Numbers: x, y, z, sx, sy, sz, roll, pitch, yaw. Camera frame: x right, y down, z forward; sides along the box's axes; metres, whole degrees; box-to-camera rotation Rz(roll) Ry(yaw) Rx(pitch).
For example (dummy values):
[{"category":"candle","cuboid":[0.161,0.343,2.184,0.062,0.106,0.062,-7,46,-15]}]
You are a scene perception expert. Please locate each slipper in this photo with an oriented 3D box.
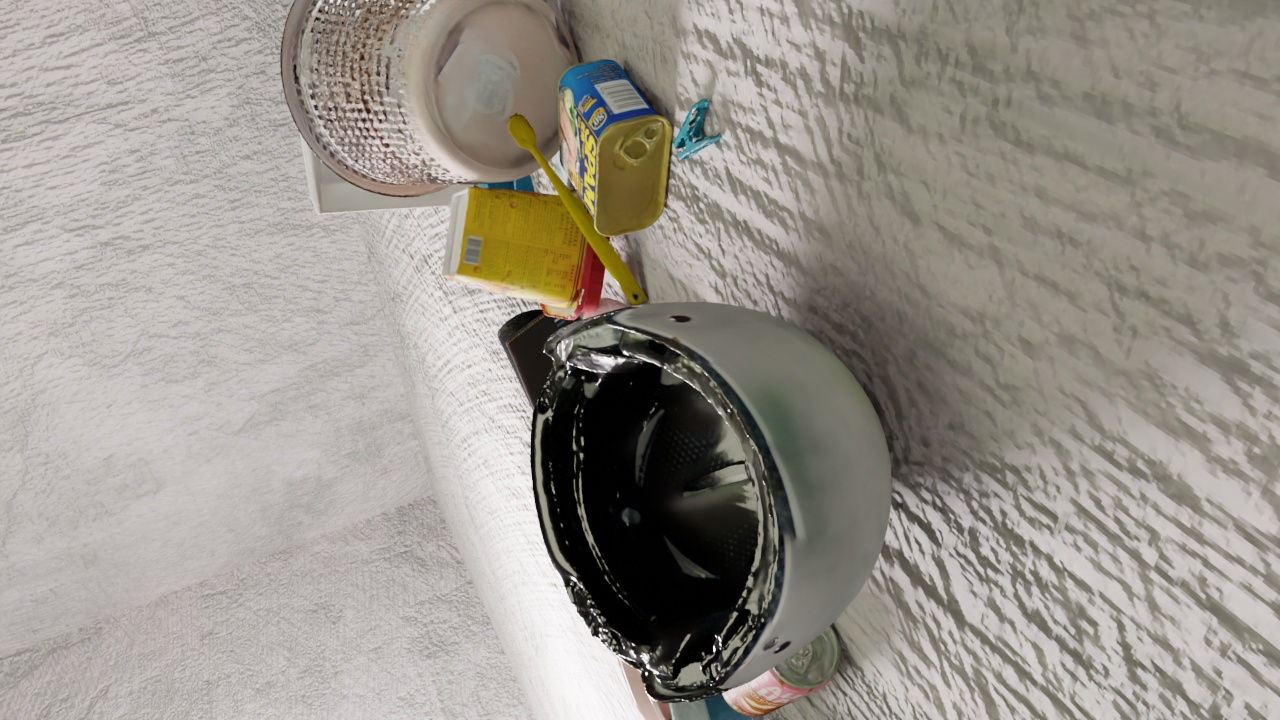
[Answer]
[{"category":"slipper","cuboid":[0.069,0.340,0.869,0.245,0.074,0.104,-108,1,-56]}]

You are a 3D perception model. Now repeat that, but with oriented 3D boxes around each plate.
[{"category":"plate","cuboid":[-0.006,0.267,0.955,0.229,0.028,0.229,-14,-92,-87]}]

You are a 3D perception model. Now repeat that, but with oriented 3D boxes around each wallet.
[{"category":"wallet","cuboid":[-0.089,0.009,0.994,0.096,0.020,0.122,-34,71,24]}]

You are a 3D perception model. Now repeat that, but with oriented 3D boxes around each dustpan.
[{"category":"dustpan","cuboid":[-0.244,-0.275,0.932,0.142,0.222,0.258,-126,32,-70]}]

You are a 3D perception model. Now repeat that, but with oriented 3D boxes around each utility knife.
[{"category":"utility knife","cuboid":[-0.075,-0.128,0.904,0.034,0.018,0.217,46,151,32]}]

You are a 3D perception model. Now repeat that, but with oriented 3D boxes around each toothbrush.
[{"category":"toothbrush","cuboid":[-0.049,-0.118,0.740,0.190,0.016,0.016,54,-167,-30]}]

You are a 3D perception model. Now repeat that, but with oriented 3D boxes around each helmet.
[{"category":"helmet","cuboid":[0.046,0.070,0.546,0.275,0.156,0.230,-40,65,63]}]

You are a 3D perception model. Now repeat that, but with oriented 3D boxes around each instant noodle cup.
[{"category":"instant noodle cup","cuboid":[-0.102,-0.100,0.799,0.116,0.123,0.116,-165,83,-68]}]

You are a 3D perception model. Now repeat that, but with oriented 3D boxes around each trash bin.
[{"category":"trash bin","cuboid":[-0.162,-0.239,0.781,0.192,0.226,0.228,25,133,47]}]

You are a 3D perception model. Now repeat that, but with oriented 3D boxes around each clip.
[{"category":"clip","cuboid":[0.035,-0.146,0.596,0.038,0.013,0.055,70,159,3]}]

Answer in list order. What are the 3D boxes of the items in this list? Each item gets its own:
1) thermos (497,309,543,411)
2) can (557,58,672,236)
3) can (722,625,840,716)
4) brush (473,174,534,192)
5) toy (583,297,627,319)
[{"category":"thermos","cuboid":[-0.084,0.062,1.046,0.242,0.068,0.090,63,179,20]},{"category":"can","cuboid":[-0.022,-0.157,0.677,0.102,0.057,0.083,95,152,-49]},{"category":"can","cuboid":[0.104,0.237,0.710,0.058,0.057,0.148,63,160,21]},{"category":"brush","cuboid":[-0.144,-0.187,0.984,0.073,0.055,0.144,42,149,26]},{"category":"toy","cuboid":[-0.005,0.005,0.797,0.160,0.054,0.121,12,121,61]}]
